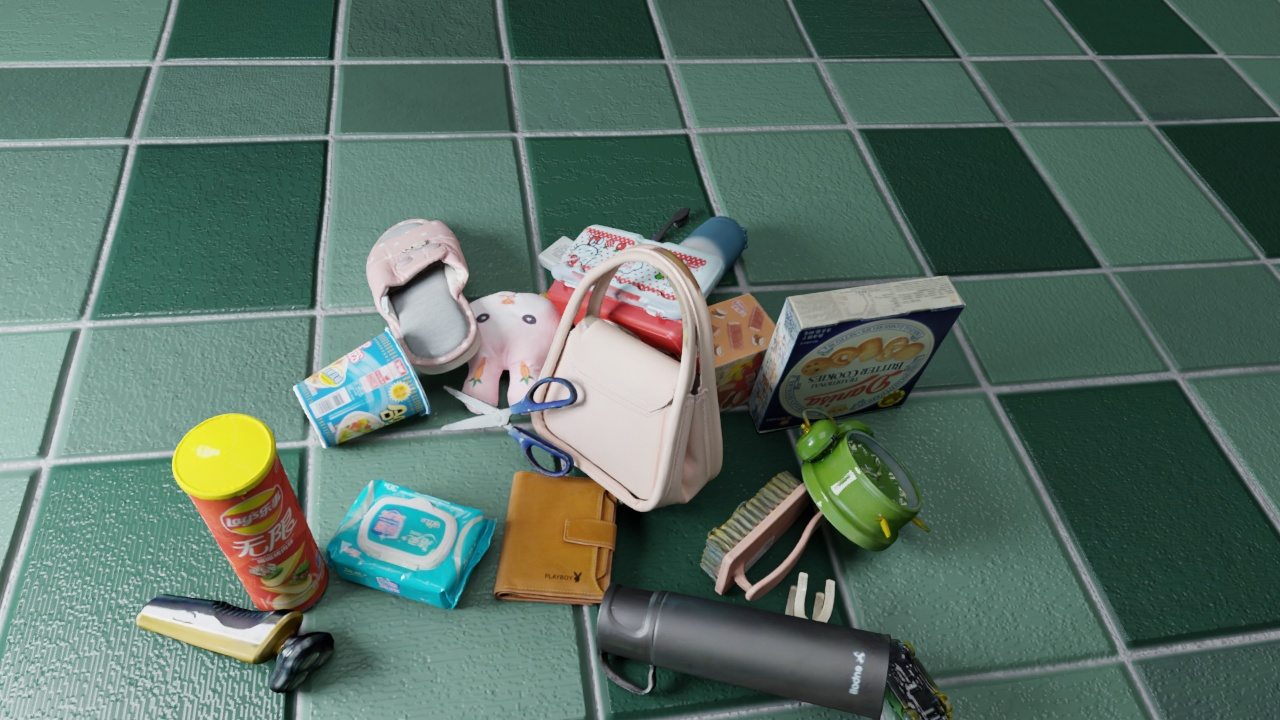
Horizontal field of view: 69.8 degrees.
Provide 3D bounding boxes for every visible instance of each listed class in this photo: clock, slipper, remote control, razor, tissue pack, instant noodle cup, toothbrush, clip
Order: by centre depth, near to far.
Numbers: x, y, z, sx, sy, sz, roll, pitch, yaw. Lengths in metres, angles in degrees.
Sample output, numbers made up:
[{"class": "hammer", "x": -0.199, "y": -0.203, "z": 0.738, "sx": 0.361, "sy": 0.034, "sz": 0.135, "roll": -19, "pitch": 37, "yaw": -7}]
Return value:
[{"class": "razor", "x": -0.346, "y": 0.234, "z": 0.776, "sx": 0.167, "sy": 0.062, "sz": 0.067, "roll": 11, "pitch": 81, "yaw": 9}, {"class": "tissue pack", "x": -0.208, "y": 0.168, "z": 0.843, "sx": 0.133, "sy": 0.050, "sz": 0.093, "roll": 15, "pitch": 49, "yaw": 5}, {"class": "clip", "x": 0.149, "y": 0.250, "z": 0.843, "sx": 0.035, "sy": 0.087, "sz": 0.104, "roll": 13, "pitch": 78, "yaw": 2}, {"class": "clock", "x": 0.211, "y": 0.110, "z": 0.903, "sx": 0.116, "sy": 0.056, "sz": 0.161, "roll": 7, "pitch": 42, "yaw": -51}, {"class": "instant noodle cup", "x": -0.282, "y": 0.034, "z": 0.923, "sx": 0.109, "sy": 0.099, "sz": 0.099, "roll": -28, "pitch": 58, "yaw": -18}, {"class": "slipper", "x": -0.246, "y": -0.087, "z": 1.017, "sx": 0.114, "sy": 0.054, "sz": 0.274, "roll": -23, "pitch": 45, "yaw": -6}, {"class": "remote control", "x": -0.061, "y": -0.107, "z": 1.103, "sx": 0.125, "sy": 0.024, "sz": 0.048, "roll": 32, "pitch": 57, "yaw": 25}, {"class": "toothbrush", "x": 0.007, "y": -0.139, "z": 1.154, "sx": 0.014, "sy": 0.017, "sz": 0.188, "roll": 29, "pitch": 56, "yaw": 24}]

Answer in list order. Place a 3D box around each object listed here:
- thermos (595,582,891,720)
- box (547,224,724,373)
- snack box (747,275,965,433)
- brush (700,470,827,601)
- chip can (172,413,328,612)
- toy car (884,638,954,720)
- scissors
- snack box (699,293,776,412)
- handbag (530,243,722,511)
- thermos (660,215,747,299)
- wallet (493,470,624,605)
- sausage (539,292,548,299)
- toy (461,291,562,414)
[{"class": "thermos", "x": 0.084, "y": 0.254, "z": 0.782, "sx": 0.243, "sy": 0.068, "sz": 0.090, "roll": 7, "pitch": 87, "yaw": 16}, {"class": "box", "x": 0.002, "y": -0.067, "z": 0.960, "sx": 0.201, "sy": 0.095, "sz": 0.100, "roll": 21, "pitch": 68, "yaw": 40}, {"class": "snack box", "x": 0.217, "y": -0.004, "z": 0.953, "sx": 0.177, "sy": 0.183, "sz": 0.045, "roll": -9, "pitch": 54, "yaw": -15}, {"class": "brush", "x": 0.126, "y": 0.165, "z": 0.880, "sx": 0.073, "sy": 0.063, "sz": 0.145, "roll": 37, "pitch": 53, "yaw": 26}, {"class": "chip can", "x": -0.311, "y": 0.135, "z": 0.749, "sx": 0.073, "sy": 0.217, "sz": 0.073, "roll": 3, "pitch": 50, "yaw": -3}, {"class": "toy car", "x": 0.235, "y": 0.290, "z": 0.806, "sx": 0.043, "sy": 0.036, "sz": 0.091, "roll": -17, "pitch": 55, "yaw": -19}, {"class": "scissors", "x": -0.126, "y": 0.055, "z": 0.911, "sx": 0.162, "sy": 0.163, "sz": 0.012, "roll": 47, "pitch": 24, "yaw": 15}, {"class": "snack box", "x": 0.092, "y": -0.004, "z": 0.996, "sx": 0.094, "sy": 0.093, "sz": 0.077, "roll": -19, "pitch": 55, "yaw": -21}, {"class": "handbag", "x": -0.005, "y": 0.005, "z": 0.872, "sx": 0.193, "sy": 0.235, "sz": 0.093, "roll": 29, "pitch": 31, "yaw": 36}, {"class": "thermos", "x": 0.073, "y": -0.118, "z": 1.060, "sx": 0.070, "sy": 0.070, "sz": 0.219, "roll": 20, "pitch": 24, "yaw": 9}, {"class": "wallet", "x": -0.071, "y": 0.169, "z": 0.875, "sx": 0.119, "sy": 0.035, "sz": 0.130, "roll": 2, "pitch": 50, "yaw": 3}, {"class": "sausage", "x": -0.060, "y": -0.030, "z": 1.045, "sx": 0.021, "sy": 0.021, "sz": 0.165, "roll": -34, "pitch": 61, "yaw": -30}, {"class": "toy", "x": -0.143, "y": -0.012, "z": 1.001, "sx": 0.121, "sy": 0.054, "sz": 0.159, "roll": 0, "pitch": 55, "yaw": -3}]
